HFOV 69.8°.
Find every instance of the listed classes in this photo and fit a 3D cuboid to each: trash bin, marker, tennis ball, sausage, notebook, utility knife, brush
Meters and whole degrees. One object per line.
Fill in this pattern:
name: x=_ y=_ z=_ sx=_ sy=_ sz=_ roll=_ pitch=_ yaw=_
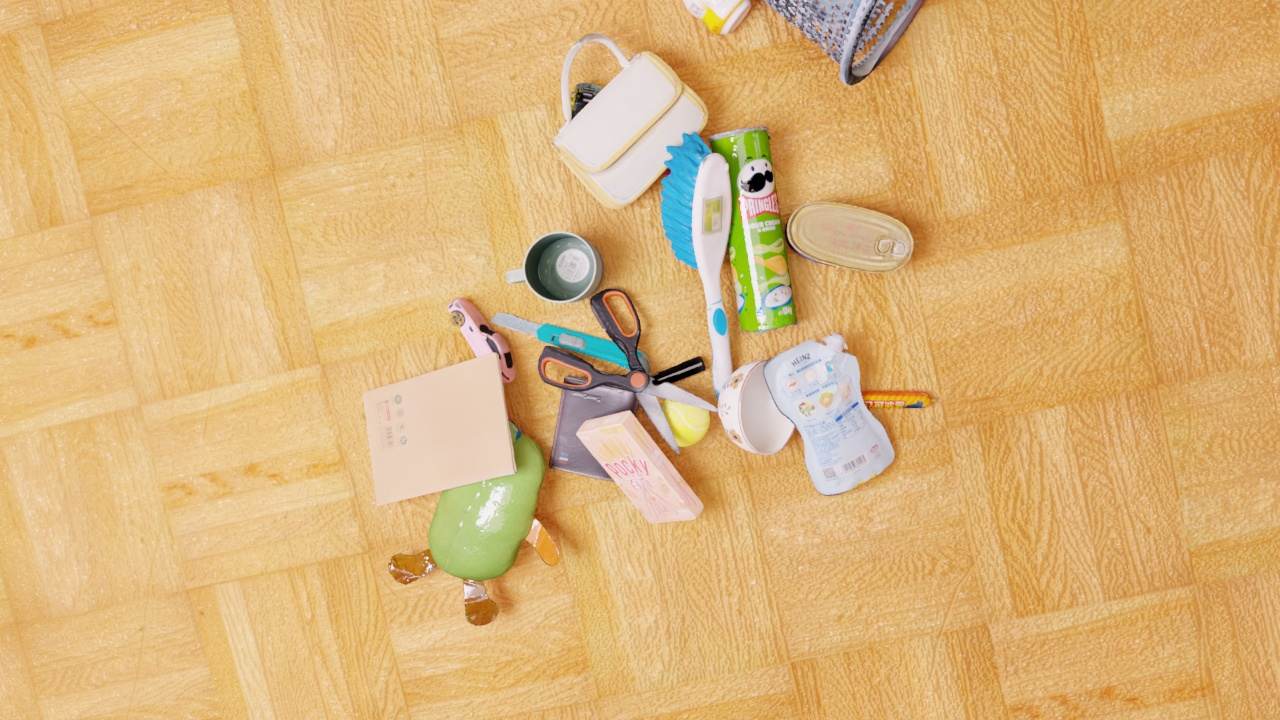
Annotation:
trash bin: x=0.212 y=-0.451 z=1.002 sx=0.195 sy=0.226 sz=0.226 roll=37 pitch=96 yaw=14
marker: x=0.017 y=0.028 z=1.135 sx=0.132 sy=0.020 sz=0.022 roll=-22 pitch=73 yaw=6
tennis ball: x=0.051 y=0.072 z=1.113 sx=0.065 sy=0.065 sz=0.065 roll=0 pitch=94 yaw=4
sausage: x=0.275 y=0.048 z=1.116 sx=0.165 sy=0.021 sz=0.021 roll=-1 pitch=94 yaw=4
notebook: x=-0.248 y=0.086 z=1.115 sx=0.208 sy=0.008 sz=0.147 roll=-16 pitch=77 yaw=23
utility knife: x=-0.086 y=-0.024 z=1.141 sx=0.209 sy=0.013 sz=0.029 roll=16 pitch=78 yaw=3
brush: x=0.076 y=-0.103 z=1.087 sx=0.060 sy=0.109 sz=0.315 roll=-19 pitch=127 yaw=-25

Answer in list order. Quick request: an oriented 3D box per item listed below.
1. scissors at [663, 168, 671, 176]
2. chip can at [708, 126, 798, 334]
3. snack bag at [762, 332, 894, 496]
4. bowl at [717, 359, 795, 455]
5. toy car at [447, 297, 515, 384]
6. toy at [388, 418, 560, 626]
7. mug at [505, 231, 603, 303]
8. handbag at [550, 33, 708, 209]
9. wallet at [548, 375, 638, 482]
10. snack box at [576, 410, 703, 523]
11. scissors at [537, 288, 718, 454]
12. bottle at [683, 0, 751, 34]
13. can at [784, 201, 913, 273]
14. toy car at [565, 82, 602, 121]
scissors: x=0.086 y=-0.213 z=1.115 sx=0.133 sy=0.017 sz=0.128 roll=6 pitch=93 yaw=0
chip can: x=0.135 y=-0.151 z=1.081 sx=0.072 sy=0.072 sz=0.236 roll=-10 pitch=97 yaw=5
snack bag: x=0.225 y=0.063 z=1.089 sx=0.110 sy=0.038 sz=0.191 roll=-26 pitch=106 yaw=4
bowl: x=0.133 y=0.055 z=1.098 sx=0.062 sy=0.113 sz=0.113 roll=0 pitch=96 yaw=47
toy car: x=-0.192 y=-0.026 z=1.129 sx=0.037 sy=0.056 sz=0.122 roll=-32 pitch=91 yaw=9
toy: x=-0.193 y=0.192 z=1.129 sx=0.227 sy=0.090 sz=0.247 roll=30 pitch=93 yaw=16
mug: x=-0.102 y=-0.107 z=1.090 sx=0.112 sy=0.106 sz=0.082 roll=-10 pitch=94 yaw=4
handbag: x=-0.029 y=-0.287 z=1.065 sx=0.163 sy=0.063 sz=0.179 roll=-45 pitch=99 yaw=-3
wallet: x=-0.057 y=0.085 z=1.134 sx=0.096 sy=0.020 sz=0.122 roll=12 pitch=105 yaw=2
snack box: x=0.000 y=0.130 z=1.095 sx=0.085 sy=0.026 sz=0.157 roll=-16 pitch=118 yaw=47
scissors: x=-0.022 y=0.016 z=1.102 sx=0.222 sy=0.022 sz=0.220 roll=-11 pitch=72 yaw=4
bottle: x=0.076 y=-0.435 z=1.073 sx=0.108 sy=0.063 sz=0.063 roll=43 pitch=96 yaw=0
can: x=0.246 y=-0.145 z=1.090 sx=0.148 sy=0.049 sz=0.074 roll=12 pitch=95 yaw=3
toy car: x=-0.068 y=-0.287 z=1.108 sx=0.043 sy=0.036 sz=0.091 roll=13 pitch=93 yaw=2
